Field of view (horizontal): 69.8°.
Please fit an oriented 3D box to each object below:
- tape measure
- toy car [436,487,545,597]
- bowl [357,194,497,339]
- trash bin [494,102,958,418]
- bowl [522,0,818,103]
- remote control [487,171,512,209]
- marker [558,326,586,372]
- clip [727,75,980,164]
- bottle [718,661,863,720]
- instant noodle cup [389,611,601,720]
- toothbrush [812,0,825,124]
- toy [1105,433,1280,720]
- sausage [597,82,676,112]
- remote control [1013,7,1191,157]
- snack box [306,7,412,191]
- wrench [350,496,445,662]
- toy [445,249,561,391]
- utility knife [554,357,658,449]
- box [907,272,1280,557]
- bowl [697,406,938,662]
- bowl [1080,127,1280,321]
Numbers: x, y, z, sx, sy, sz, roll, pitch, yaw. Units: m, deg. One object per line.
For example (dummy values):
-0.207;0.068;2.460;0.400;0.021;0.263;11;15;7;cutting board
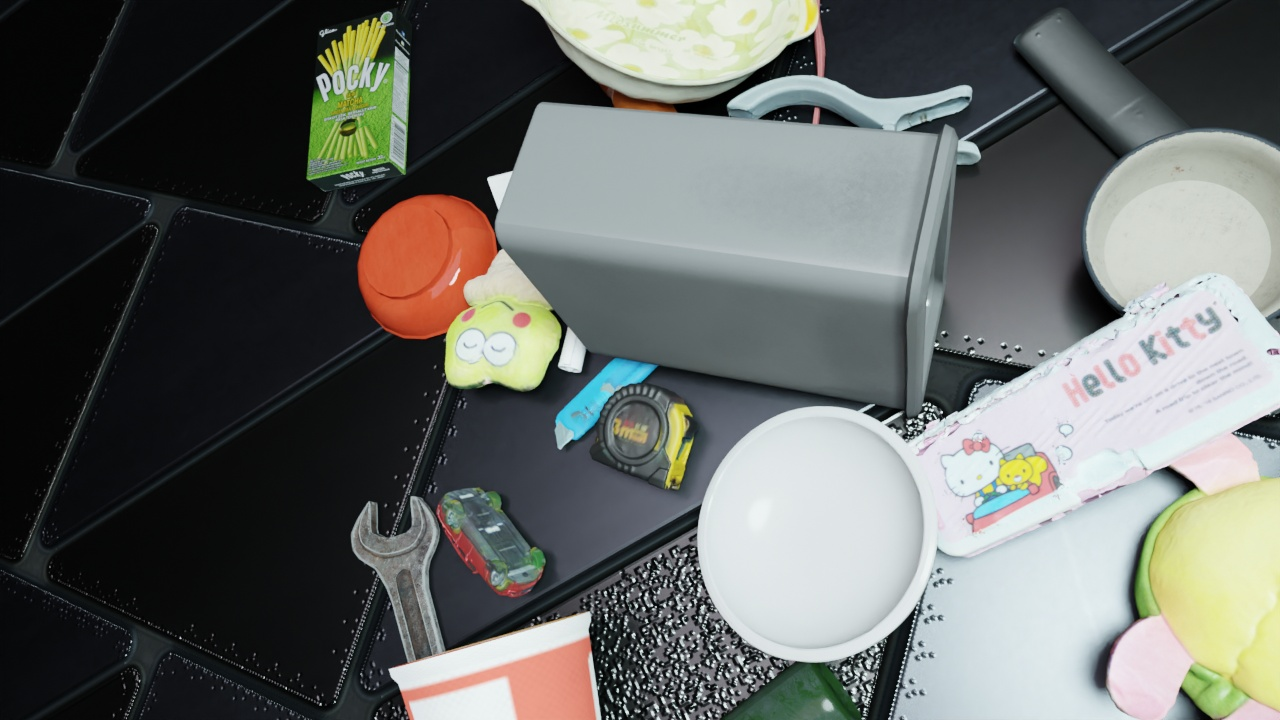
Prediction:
0.003;0.047;0.617;0.067;0.038;0.062;17;89;26;tape measure
-0.104;0.125;0.629;0.091;0.042;0.036;40;119;31;toy car
-0.175;-0.080;0.718;0.122;0.035;0.122;-6;73;18;bowl
0.058;-0.055;0.532;0.220;0.192;0.097;10;72;20;trash bin
0.013;-0.245;0.659;0.219;0.060;0.188;6;57;-8;bowl
-0.057;-0.139;0.693;0.124;0.011;0.028;-8;113;24;remote control
-0.037;-0.056;0.669;0.017;0.020;0.133;10;78;12;marker
0.136;-0.175;0.627;0.172;0.029;0.143;-14;76;8;clip
0.047;0.243;0.534;0.174;0.055;0.055;-39;66;7;bottle
-0.075;0.228;0.552;0.123;0.123;0.121;-19;76;14;instant noodle cup
0.131;-0.222;0.661;0.016;0.015;0.184;2;76;17;toothbrush
0.335;0.103;0.452;0.238;0.088;0.190;-46;45;-3;toy
-0.010;-0.206;0.693;0.044;0.039;0.164;-38;65;17;sausage
0.299;-0.165;0.579;0.041;0.020;0.152;-35;68;6;remote control
-0.241;-0.224;0.789;0.080;0.025;0.147;-8;72;18;snack box
-0.144;0.219;0.634;0.070;0.010;0.273;-26;68;11;wrench
-0.098;-0.031;0.672;0.092;0.046;0.115;2;67;23;toy
-0.004;0.004;0.644;0.158;0.015;0.031;-45;62;4;utility knife
0.235;0.033;0.496;0.203;0.044;0.086;-37;62;30;box
0.109;0.105;0.550;0.150;0.043;0.149;-15;62;31;bowl
0.312;-0.066;0.520;0.116;0.059;0.115;-3;82;22;bowl
